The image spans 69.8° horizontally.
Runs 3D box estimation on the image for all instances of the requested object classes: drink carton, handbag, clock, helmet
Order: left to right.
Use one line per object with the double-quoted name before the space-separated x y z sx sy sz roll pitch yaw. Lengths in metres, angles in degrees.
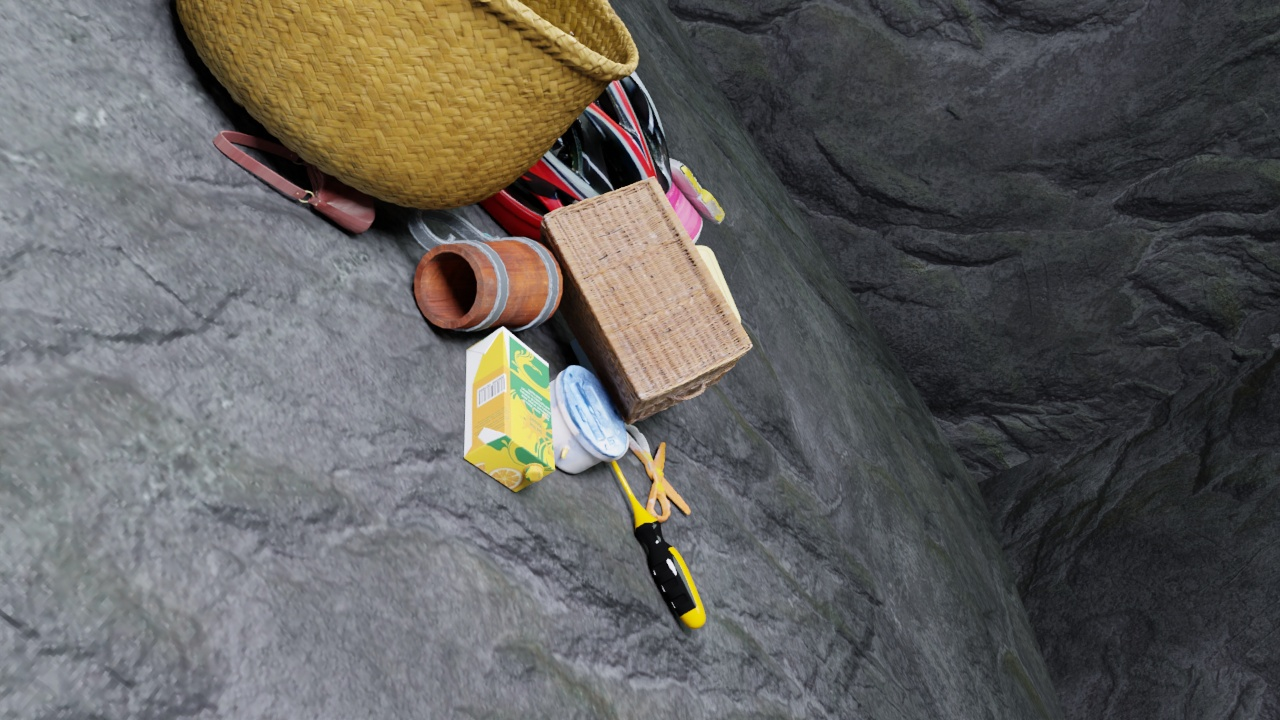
"handbag" -0.246 -0.134 0.655 0.119 0.029 0.055 24 38 -50
"drink carton" -0.104 0.040 0.723 0.058 0.041 0.122 42 26 -39
"helmet" -0.084 -0.239 0.932 0.272 0.167 0.216 50 55 -29
"clock" -0.049 0.053 0.817 0.089 0.052 0.125 63 20 9

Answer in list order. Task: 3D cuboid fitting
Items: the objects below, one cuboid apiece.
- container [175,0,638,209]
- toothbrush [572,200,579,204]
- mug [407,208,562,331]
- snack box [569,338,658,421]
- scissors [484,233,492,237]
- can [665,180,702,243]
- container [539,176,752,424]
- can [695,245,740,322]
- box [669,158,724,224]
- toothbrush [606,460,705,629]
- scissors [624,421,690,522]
"container" -0.176 -0.263 0.693 0.307 0.197 0.306 35 29 -23
"toothbrush" -0.042 -0.154 1.103 0.181 0.016 0.018 42 13 3
"mug" -0.135 -0.077 0.761 0.117 0.082 0.111 58 24 9
"snack box" -0.006 0.006 0.944 0.093 0.080 0.094 65 19 14
"scissors" -0.153 -0.087 0.831 0.056 0.015 0.136 58 26 -1
"can" 0.010 -0.221 1.278 0.166 0.088 0.088 46 24 -33
"container" -0.003 -0.049 0.838 0.198 0.113 0.113 61 -18 13
"can" 0.060 -0.062 1.128 0.072 0.101 0.130 -6 59 -24
"box" 0.031 -0.266 1.337 0.127 0.023 0.209 40 -3 -43
"toothbrush" 0.007 0.156 0.845 0.030 0.031 0.196 0 58 -61
"scissors" 0.014 0.115 0.939 0.128 0.011 0.125 53 22 -17
